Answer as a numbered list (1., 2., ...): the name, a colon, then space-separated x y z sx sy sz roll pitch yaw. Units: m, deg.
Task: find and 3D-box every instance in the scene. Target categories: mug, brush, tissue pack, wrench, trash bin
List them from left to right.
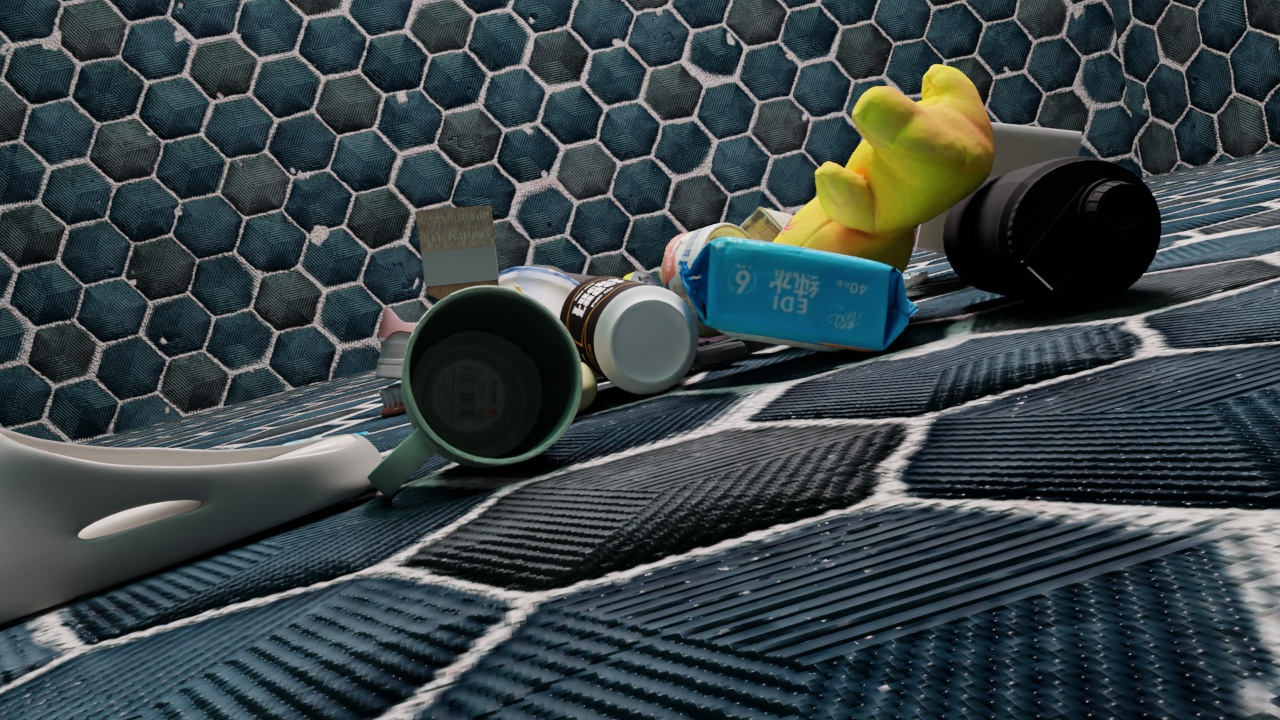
1. brush: -0.248 0.033 1.008 0.041 0.030 0.172 -13 5 3
2. mug: -0.091 0.025 0.462 0.111 0.084 0.104 -46 6 -19
3. brush: -0.103 -0.019 0.546 0.045 0.143 0.008 -7 4 -22
4. wrench: -0.005 0.004 0.747 0.073 0.018 0.274 -17 5 -43
5. tissue pack: 0.093 -0.041 0.578 0.144 0.062 0.092 11 8 5
6. trash bin: 0.321 -0.157 0.883 0.114 0.114 0.228 9 9 9

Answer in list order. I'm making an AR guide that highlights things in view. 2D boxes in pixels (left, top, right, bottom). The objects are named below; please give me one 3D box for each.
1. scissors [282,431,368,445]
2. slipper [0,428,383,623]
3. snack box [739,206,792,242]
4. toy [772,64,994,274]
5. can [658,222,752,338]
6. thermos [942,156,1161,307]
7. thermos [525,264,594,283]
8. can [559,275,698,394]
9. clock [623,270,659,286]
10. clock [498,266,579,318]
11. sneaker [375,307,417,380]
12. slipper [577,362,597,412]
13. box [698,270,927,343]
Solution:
1. scissors: -0.290 0.077 0.754 0.117 0.013 0.140 -17 7 -39
2. slipper: -0.258 0.062 0.432 0.265 0.080 0.113 -16 9 -28
3. snack box: 0.096 -0.085 0.912 0.147 0.041 0.143 -44 -9 19
4. toy: 0.167 -0.106 0.647 0.134 0.087 0.194 -29 -20 -44
5. can: 0.058 -0.062 0.714 0.043 0.086 0.086 -11 5 44
6. thermos: 0.251 -0.079 0.570 0.086 0.086 0.198 -13 5 9
7. thermos: -0.061 -0.051 0.972 0.098 0.098 0.220 -10 -4 36
8. can: -0.012 -0.021 0.647 0.071 0.072 0.128 -15 13 -14
9. clock: -0.003 -0.045 0.917 0.057 0.083 0.118 -19 5 27
10. clock: -0.076 -0.029 0.777 0.089 0.051 0.125 -16 -38 41
11. sneaker: -0.168 -0.031 0.984 0.235 0.089 0.099 -5 7 -32
12. slipper: -0.099 0.003 0.682 0.111 0.079 0.262 -12 5 -18
13. box: 0.148 -0.049 0.817 0.153 0.037 0.200 -5 10 46
